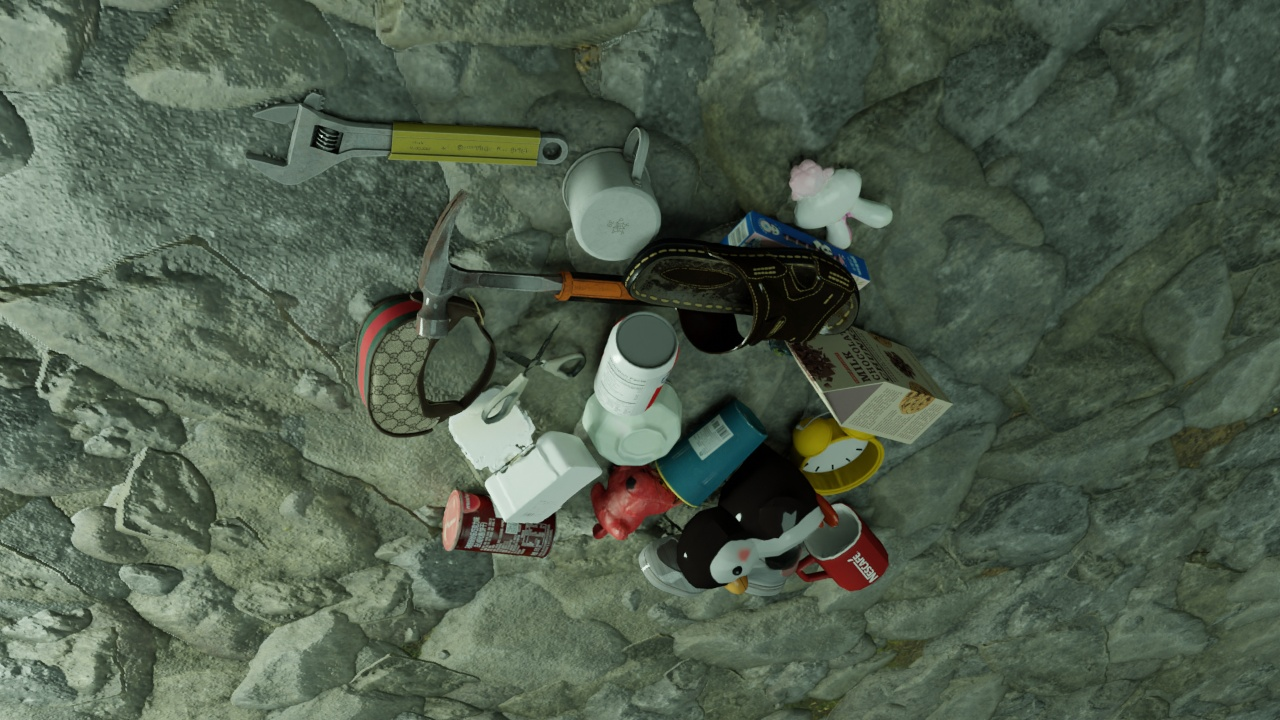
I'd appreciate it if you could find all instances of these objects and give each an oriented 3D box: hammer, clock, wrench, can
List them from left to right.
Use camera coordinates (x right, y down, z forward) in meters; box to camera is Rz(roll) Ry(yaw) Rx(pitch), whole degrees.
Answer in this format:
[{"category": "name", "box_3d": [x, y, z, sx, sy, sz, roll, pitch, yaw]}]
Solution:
[{"category": "wrench", "box_3d": [-0.198, -0.187, 0.798, 0.273, 0.018, 0.084, 0, 129, -15]}, {"category": "hammer", "box_3d": [-0.056, -0.085, 0.901, 0.314, 0.035, 0.138, 2, 108, -24]}, {"category": "can", "box_3d": [-0.006, 0.006, 0.946, 0.070, 0.070, 0.132, -3, 158, -12]}, {"category": "clock", "box_3d": [0.243, 0.110, 1.146, 0.113, 0.052, 0.152, -16, 136, -1]}]

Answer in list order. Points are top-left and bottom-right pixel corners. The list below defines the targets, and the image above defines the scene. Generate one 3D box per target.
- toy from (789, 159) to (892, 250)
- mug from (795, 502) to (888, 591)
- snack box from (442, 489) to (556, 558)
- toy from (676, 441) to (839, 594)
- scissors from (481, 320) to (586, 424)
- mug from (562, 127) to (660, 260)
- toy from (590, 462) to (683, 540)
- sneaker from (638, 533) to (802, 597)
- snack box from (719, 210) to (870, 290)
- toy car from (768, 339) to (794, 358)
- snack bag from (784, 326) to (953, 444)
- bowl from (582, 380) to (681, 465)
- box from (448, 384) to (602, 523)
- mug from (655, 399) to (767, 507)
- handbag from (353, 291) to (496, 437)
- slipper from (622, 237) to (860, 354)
[{"category": "toy", "box_3d": [0.191, -0.158, 0.914, 0.079, 0.038, 0.122, -33, 131, 30]}, {"category": "mug", "box_3d": [0.269, 0.266, 1.261, 0.116, 0.080, 0.096, -37, 129, 8]}, {"category": "snack box", "box_3d": [-0.168, 0.196, 1.096, 0.121, 0.072, 0.072, 11, 126, -24]}, {"category": "toy", "box_3d": [0.119, 0.196, 1.114, 0.184, 0.140, 0.159, -35, 174, -11]}, {"category": "scissors", "box_3d": [-0.106, 0.012, 0.940, 0.171, 0.012, 0.157, -48, 160, 31]}, {"category": "mug", "box_3d": [-0.020, -0.154, 0.840, 0.084, 0.070, 0.113, 15, 126, -26]}, {"category": "toy", "box_3d": [-0.008, 0.183, 1.125, 0.094, 0.088, 0.133, 12, 127, -37]}, {"category": "sneaker", "box_3d": [0.113, 0.252, 1.203, 0.235, 0.099, 0.090, 9, 128, -31]}, {"category": "snack box", "box_3d": [0.150, -0.092, 0.947, 0.154, 0.033, 0.088, 18, 140, -27]}, {"category": "toy car", "box_3d": [0.178, -0.022, 1.029, 0.089, 0.027, 0.039, 13, 128, -36]}, {"category": "snack bag", "box_3d": [0.239, 0.020, 1.010, 0.206, 0.094, 0.070, 15, 125, -40]}, {"category": "bowl", "box_3d": [-0.004, 0.078, 1.046, 0.117, 0.061, 0.118, -7, 130, -9]}, {"category": "box", "box_3d": [-0.141, 0.101, 1.029, 0.107, 0.132, 0.151, -41, 158, 10]}, {"category": "mug", "box_3d": [0.087, 0.106, 1.088, 0.121, 0.078, 0.078, -43, 127, 15]}, {"category": "handbag", "box_3d": [-0.215, 0.000, 0.935, 0.138, 0.063, 0.167, -8, 129, -31]}, {"category": "slipper", "box_3d": [0.108, -0.055, 0.887, 0.267, 0.075, 0.113, 8, 143, -28]}]
